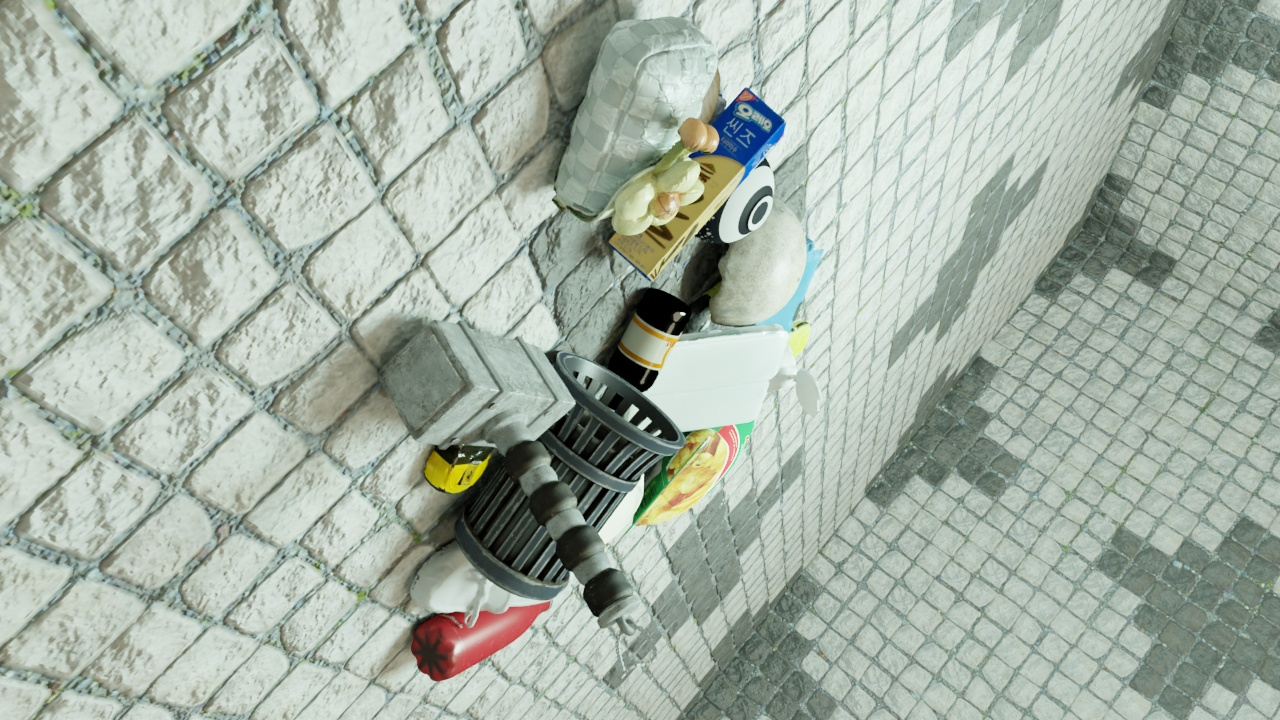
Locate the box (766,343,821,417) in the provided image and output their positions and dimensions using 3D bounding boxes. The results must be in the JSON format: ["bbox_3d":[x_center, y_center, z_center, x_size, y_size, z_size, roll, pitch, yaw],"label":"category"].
[{"bbox_3d":[0.177,0.033,1.287,0.106,0.150,0.080,-16,125,-12],"label":"box"}]

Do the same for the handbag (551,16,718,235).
[{"bbox_3d":[0.008,-0.192,0.768,0.112,0.123,0.172,-21,146,-41],"label":"handbag"}]

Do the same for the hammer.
[{"bbox_3d":[-0.079,0.114,0.780,0.080,0.326,0.176,-41,159,15],"label":"hammer"}]

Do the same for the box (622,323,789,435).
[{"bbox_3d":[0.080,0.032,1.198,0.208,0.037,0.189,-5,133,-19],"label":"box"}]

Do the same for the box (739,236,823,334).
[{"bbox_3d":[0.193,-0.069,1.340,0.093,0.052,0.232,-27,144,-43],"label":"box"}]

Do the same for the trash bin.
[{"bbox_3d":[-0.084,0.131,0.992,0.228,0.164,0.164,-54,156,10],"label":"trash bin"}]

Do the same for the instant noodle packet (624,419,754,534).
[{"bbox_3d":[0.084,0.152,1.372,0.196,0.090,0.252,-53,168,27],"label":"instant noodle packet"}]

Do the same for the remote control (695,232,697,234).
[{"bbox_3d":[0.072,-0.198,0.970,0.012,0.033,0.131,-4,123,-62],"label":"remote control"}]

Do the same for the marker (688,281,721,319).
[{"bbox_3d":[0.078,-0.074,1.173,0.123,0.017,0.021,-35,149,-34],"label":"marker"}]

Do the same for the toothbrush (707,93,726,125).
[{"bbox_3d":[0.050,-0.200,0.962,0.016,0.014,0.167,-16,137,-53],"label":"toothbrush"}]

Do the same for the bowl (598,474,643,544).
[{"bbox_3d":[-0.053,0.193,1.241,0.188,0.060,0.220,-40,152,-28],"label":"bowl"}]

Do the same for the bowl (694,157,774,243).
[{"bbox_3d":[0.109,-0.180,1.028,0.120,0.066,0.120,-40,152,-27],"label":"bowl"}]

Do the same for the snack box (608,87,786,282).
[{"bbox_3d":[0.058,-0.174,0.919,0.207,0.056,0.057,-48,172,4],"label":"snack box"}]

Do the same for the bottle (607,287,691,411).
[{"bbox_3d":[-0.006,0.006,1.078,0.059,0.059,0.182,-3,126,-59],"label":"bottle"}]

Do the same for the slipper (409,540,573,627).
[{"bbox_3d":[-0.174,0.265,1.104,0.246,0.075,0.112,14,95,-54],"label":"slipper"}]

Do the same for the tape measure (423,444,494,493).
[{"bbox_3d":[-0.182,0.104,0.923,0.064,0.037,0.065,-58,155,8],"label":"tape measure"}]

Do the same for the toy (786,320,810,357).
[{"bbox_3d":[0.229,-0.014,1.486,0.091,0.046,0.115,-26,151,-43],"label":"toy"}]

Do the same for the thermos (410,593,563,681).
[{"bbox_3d":[-0.183,0.331,1.175,0.239,0.073,0.073,-13,134,-56],"label":"thermos"}]

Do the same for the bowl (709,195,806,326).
[{"bbox_3d":[0.161,-0.114,1.153,0.178,0.081,0.179,-55,160,-31],"label":"bowl"}]

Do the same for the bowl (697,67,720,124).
[{"bbox_3d":[0.041,-0.242,0.871,0.117,0.030,0.118,-40,152,-27],"label":"bowl"}]
